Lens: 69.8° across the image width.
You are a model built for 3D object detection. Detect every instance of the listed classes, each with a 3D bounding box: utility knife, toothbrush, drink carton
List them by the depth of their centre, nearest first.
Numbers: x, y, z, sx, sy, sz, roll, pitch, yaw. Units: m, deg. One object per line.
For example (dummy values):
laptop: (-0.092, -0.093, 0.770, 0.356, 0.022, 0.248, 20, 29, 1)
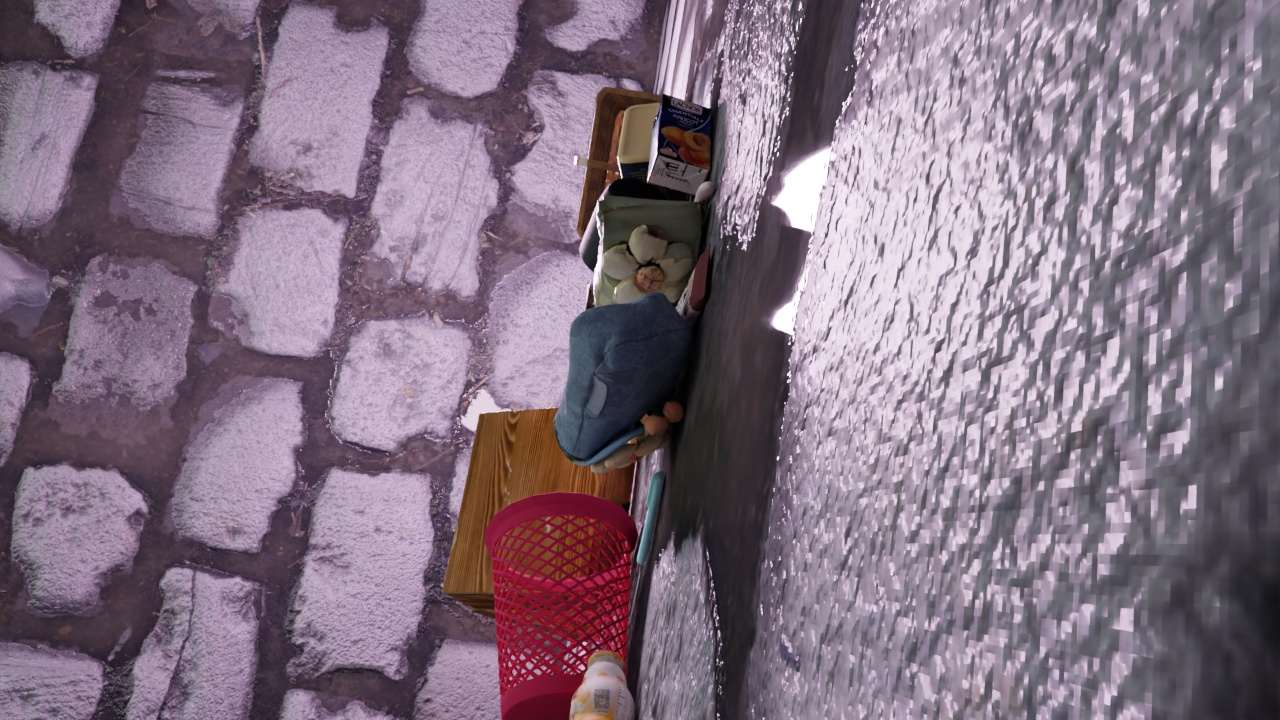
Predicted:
utility knife: (0.002, 0.199, 0.958, 0.022, 0.016, 0.179, -91, 13, -76)
toothbrush: (0.062, -0.169, 0.978, 0.181, 0.015, 0.018, 147, 138, -86)
drink carton: (0.045, -0.241, 1.022, 0.129, 0.064, 0.040, -84, 14, -45)

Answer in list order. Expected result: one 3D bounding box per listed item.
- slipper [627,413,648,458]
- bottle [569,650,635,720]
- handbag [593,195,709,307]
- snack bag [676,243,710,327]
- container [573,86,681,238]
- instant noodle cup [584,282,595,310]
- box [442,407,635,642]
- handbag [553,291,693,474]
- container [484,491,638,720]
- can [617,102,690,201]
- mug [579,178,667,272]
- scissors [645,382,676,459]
slipper: (-0.018, -0.003, 1.175, 0.099, 0.078, 0.263, -162, 78, -74)
bottle: (-0.035, 0.324, 0.856, 0.108, 0.063, 0.063, -86, 6, -57)
handbag: (0.007, -0.092, 0.969, 0.187, 0.113, 0.116, 99, 170, -57)
snack bag: (0.045, -0.049, 0.895, 0.158, 0.013, 0.057, 114, 167, -63)
container: (-0.018, -0.310, 1.492, 0.186, 0.157, 0.250, -45, -34, -77)
instant noodle cup: (-0.033, -0.058, 1.393, 0.137, 0.112, 0.137, -175, 93, -87)
box: (-0.125, 0.259, 1.396, 0.315, 0.282, 0.278, 52, -141, -56)
handbag: (-0.011, 0.033, 0.890, 0.118, 0.121, 0.192, 55, 145, 30)
container: (-0.088, 0.293, 1.027, 0.225, 0.183, 0.184, -95, 13, -45)
can: (0.017, -0.238, 1.126, 0.135, 0.075, 0.104, -84, -14, -45)
mug: (0.000, -0.143, 1.059, 0.085, 0.121, 0.095, -58, -4, -49)
scissors: (0.020, 0.057, 1.000, 0.140, 0.019, 0.128, 142, 139, -84)
